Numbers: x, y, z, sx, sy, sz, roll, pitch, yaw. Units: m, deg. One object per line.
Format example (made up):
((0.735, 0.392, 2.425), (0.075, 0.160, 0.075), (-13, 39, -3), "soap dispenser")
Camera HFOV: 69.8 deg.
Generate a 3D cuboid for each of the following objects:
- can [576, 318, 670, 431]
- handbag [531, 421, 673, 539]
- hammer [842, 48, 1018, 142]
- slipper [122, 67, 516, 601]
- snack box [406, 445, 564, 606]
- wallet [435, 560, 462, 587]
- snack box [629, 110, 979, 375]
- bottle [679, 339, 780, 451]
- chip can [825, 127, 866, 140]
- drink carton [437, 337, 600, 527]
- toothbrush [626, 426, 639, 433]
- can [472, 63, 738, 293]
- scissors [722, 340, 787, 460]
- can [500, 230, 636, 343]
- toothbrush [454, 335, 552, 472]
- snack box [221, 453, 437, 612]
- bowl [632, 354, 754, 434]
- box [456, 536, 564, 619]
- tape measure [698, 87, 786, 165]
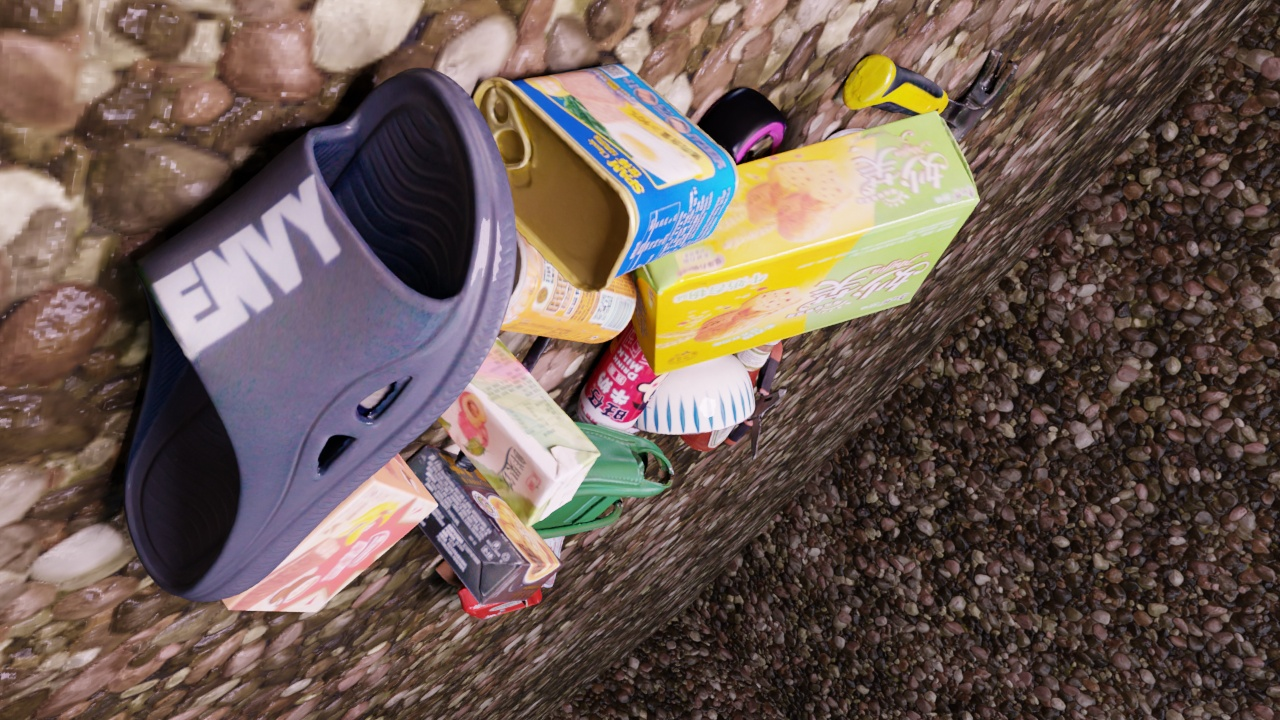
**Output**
((-0.004, 0.004, 0.748), (0.053, 0.053, 0.133), (-23, 154, -48), "can")
((-0.049, 0.105, 0.770), (0.120, 0.067, 0.132), (7, 150, -23), "handbag")
((0.251, -0.228, 0.799), (0.126, 0.032, 0.322), (-52, 160, 27), "hammer")
((-0.148, 0.007, 0.353), (0.269, 0.110, 0.083), (-47, 160, 24), "slipper")
((-0.120, 0.127, 0.686), (0.053, 0.113, 0.125), (-43, 164, 0), "snack box")
((-0.152, 0.190, 0.927), (0.101, 0.020, 0.115), (-40, 166, -14), "wallet")
((0.096, -0.071, 0.617), (0.210, 0.070, 0.158), (-16, 161, -5), "snack box")
((0.101, 0.026, 1.023), (0.059, 0.060, 0.207), (-29, 157, -39), "bottle")
((0.215, -0.154, 0.826), (0.072, 0.072, 0.213), (-49, 161, 20), "chip can")
((-0.081, 0.031, 0.529), (0.045, 0.122, 0.054), (-28, 157, -44), "drink carton")
((-0.003, 0.074, 0.977), (0.187, 0.017, 0.016), (-31, 159, -36), "toothbrush")
((-0.017, -0.088, 0.421), (0.083, 0.102, 0.057), (-28, 157, -44), "can")
((0.130, 0.053, 1.047), (0.224, 0.015, 0.189), (-70, -174, -49), "scissors")
((-0.055, -0.043, 0.518), (0.058, 0.058, 0.146), (-47, 162, 13), "can")
((-0.077, 0.002, 0.620), (0.017, 0.014, 0.189), (16, 114, -41), "toothbrush")
((-0.179, 0.074, 0.489), (0.092, 0.077, 0.094), (-41, 163, -5), "snack box")
((0.042, 0.017, 0.822), (0.116, 0.117, 0.066), (-24, 114, -46), "bowl")
((-0.113, 0.206, 0.918), (0.154, 0.074, 0.201), (-45, 171, -16), "box")
((0.064, -0.140, 0.580), (0.057, 0.039, 0.058), (-40, 163, -7), "tape measure")
